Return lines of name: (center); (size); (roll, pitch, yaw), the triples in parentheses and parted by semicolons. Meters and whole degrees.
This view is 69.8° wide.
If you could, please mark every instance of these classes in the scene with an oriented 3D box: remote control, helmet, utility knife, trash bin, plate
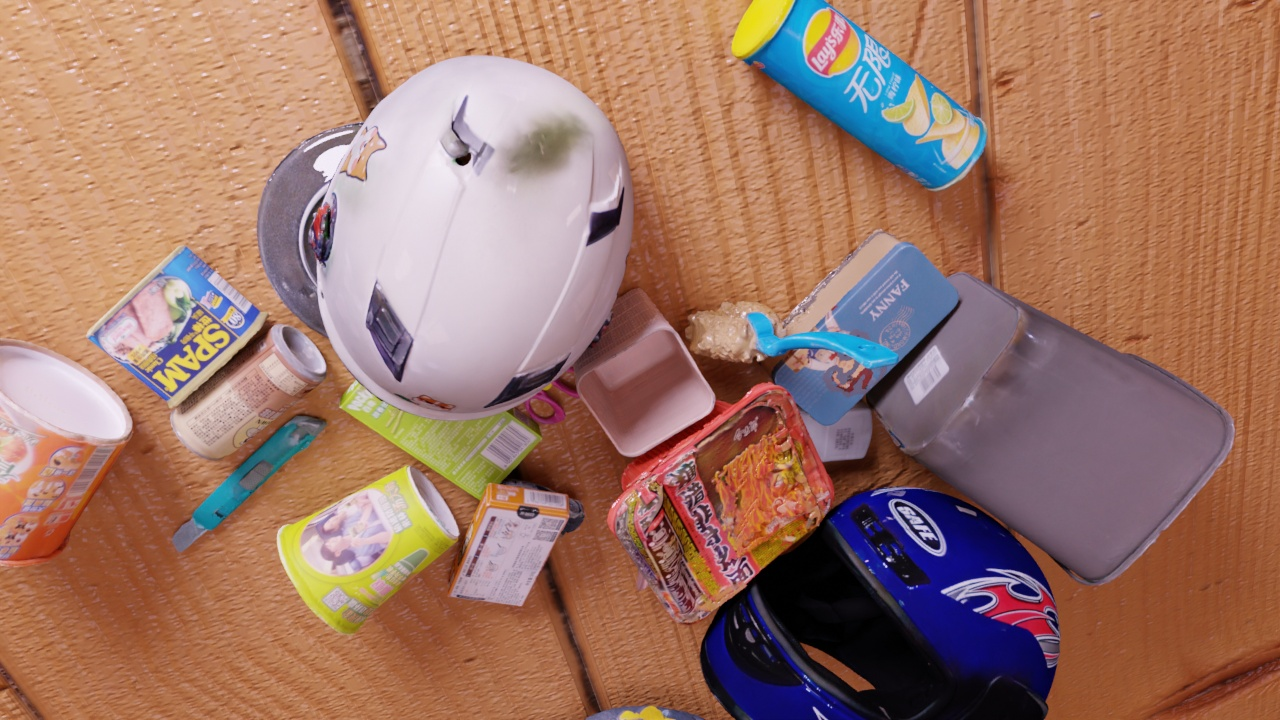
remote control: (0.148, 0.072, 0.880); (0.150, 0.021, 0.058); (-4, 115, -10)
helmet: (-0.103, -0.084, 0.643); (0.230, 0.157, 0.274); (21, 85, -22)
utility knife: (-0.344, 0.108, 0.798); (0.182, 0.013, 0.029); (-42, 114, 9)
trash bin: (0.346, 0.050, 0.825); (0.219, 0.198, 0.199); (28, 106, -15)
plate: (-0.205, -0.092, 0.713); (0.179, 0.024, 0.179); (-4, 107, -12)
helmet: (0.234, 0.234, 0.837); (0.315, 0.247, 0.241); (21, 108, -33)

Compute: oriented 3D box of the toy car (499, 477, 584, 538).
toy car: (-0.096, 0.135, 0.849); (0.090, 0.034, 0.043); (18, 126, -20)

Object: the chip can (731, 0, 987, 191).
chip can: (0.175, -0.214, 0.724); (0.210, 0.071, 0.071); (28, 106, -22)

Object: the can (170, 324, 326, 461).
can: (-0.315, 0.026, 0.741); (0.116, 0.058, 0.058); (-37, 116, 6)

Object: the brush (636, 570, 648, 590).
brush: (0.028, 0.159, 0.874); (0.073, 0.063, 0.146); (-4, 117, -15)

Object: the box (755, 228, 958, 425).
box: (0.195, -0.033, 0.819); (0.089, 0.061, 0.184); (36, 105, -25)

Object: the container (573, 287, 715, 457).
container: (-0.005, 0.004, 0.766); (0.090, 0.111, 0.090); (-32, 117, 4)

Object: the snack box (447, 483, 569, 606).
snack box: (-0.123, 0.172, 0.840); (0.075, 0.026, 0.154); (12, 132, -18)

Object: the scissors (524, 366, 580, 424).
scissors: (-0.113, 0.010, 0.803); (0.137, 0.017, 0.074); (30, 115, -18)

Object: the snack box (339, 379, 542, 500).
snack box: (-0.171, 0.050, 0.799); (0.156, 0.026, 0.086); (38, 101, -24)

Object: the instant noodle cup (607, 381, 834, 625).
instant noodle cup: (0.064, 0.113, 0.780); (0.188, 0.079, 0.164); (-36, 124, -11)

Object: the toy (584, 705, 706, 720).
toy: (0.009, 0.428, 0.989); (0.356, 0.091, 0.138); (13, 139, -16)

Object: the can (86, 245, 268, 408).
can: (-0.357, -0.027, 0.709); (0.102, 0.057, 0.083); (-40, 114, 7)

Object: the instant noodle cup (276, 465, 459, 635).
instant noodle cup: (-0.229, 0.157, 0.799); (0.123, 0.111, 0.112); (-33, 117, -4)

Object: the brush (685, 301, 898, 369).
brush: (0.112, -0.017, 0.712); (0.083, 0.255, 0.046); (-10, 99, -20)

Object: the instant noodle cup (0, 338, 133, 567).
instant noodle cup: (-0.467, 0.063, 0.684); (0.151, 0.151, 0.111); (40, 93, -25)
